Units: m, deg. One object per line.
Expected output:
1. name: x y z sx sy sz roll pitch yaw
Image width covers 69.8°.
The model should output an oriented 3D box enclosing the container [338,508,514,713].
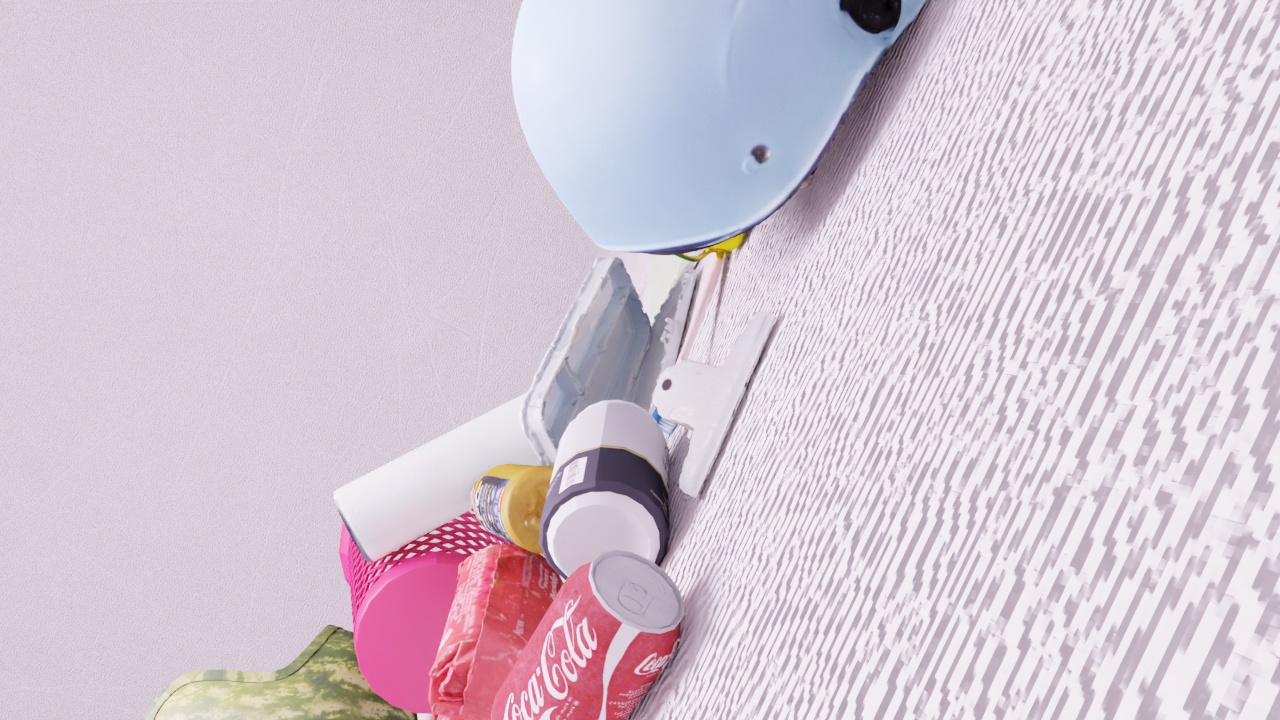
1. container: -0.183 0.202 0.824 0.183 0.183 0.226 -64 16 1

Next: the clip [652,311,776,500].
1. clip: 0.033 0.020 0.474 0.101 0.038 0.054 -65 21 -11

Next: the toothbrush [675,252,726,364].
1. toothbrush: 0.045 -0.035 0.619 0.016 0.018 0.180 -56 9 39

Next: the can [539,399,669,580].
1. can: -0.017 0.068 0.505 0.064 0.064 0.127 -61 9 20

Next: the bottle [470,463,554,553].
1. bottle: -0.085 0.097 0.633 0.053 0.053 0.186 -66 15 -13

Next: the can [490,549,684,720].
1. can: -0.023 0.130 0.391 0.097 0.054 0.054 -60 9 25

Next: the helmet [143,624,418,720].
1. helmet: -0.346 0.406 0.928 0.214 0.246 0.243 100 148 -57

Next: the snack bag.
1. snack bag: -0.084 0.168 0.567 0.082 0.082 0.176 -63 9 8

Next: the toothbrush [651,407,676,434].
1. toothbrush: -0.008 0.082 0.593 0.021 0.017 0.135 -74 10 -68

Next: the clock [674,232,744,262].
1. clock: 0.046 -0.123 0.645 0.118 0.083 0.057 -64 14 -14

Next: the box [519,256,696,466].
1. box: 0.003 0.006 0.701 0.215 0.110 0.108 -69 -33 -45

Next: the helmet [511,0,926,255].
1. helmet: 0.038 -0.195 0.514 0.265 0.167 0.226 -49 31 -10

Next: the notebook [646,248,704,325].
1. notebook: 0.053 -0.137 0.891 0.182 0.010 0.252 -61 9 23

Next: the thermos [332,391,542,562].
1. thermos: -0.132 0.082 0.754 0.229 0.068 0.068 -28 -2 -16
